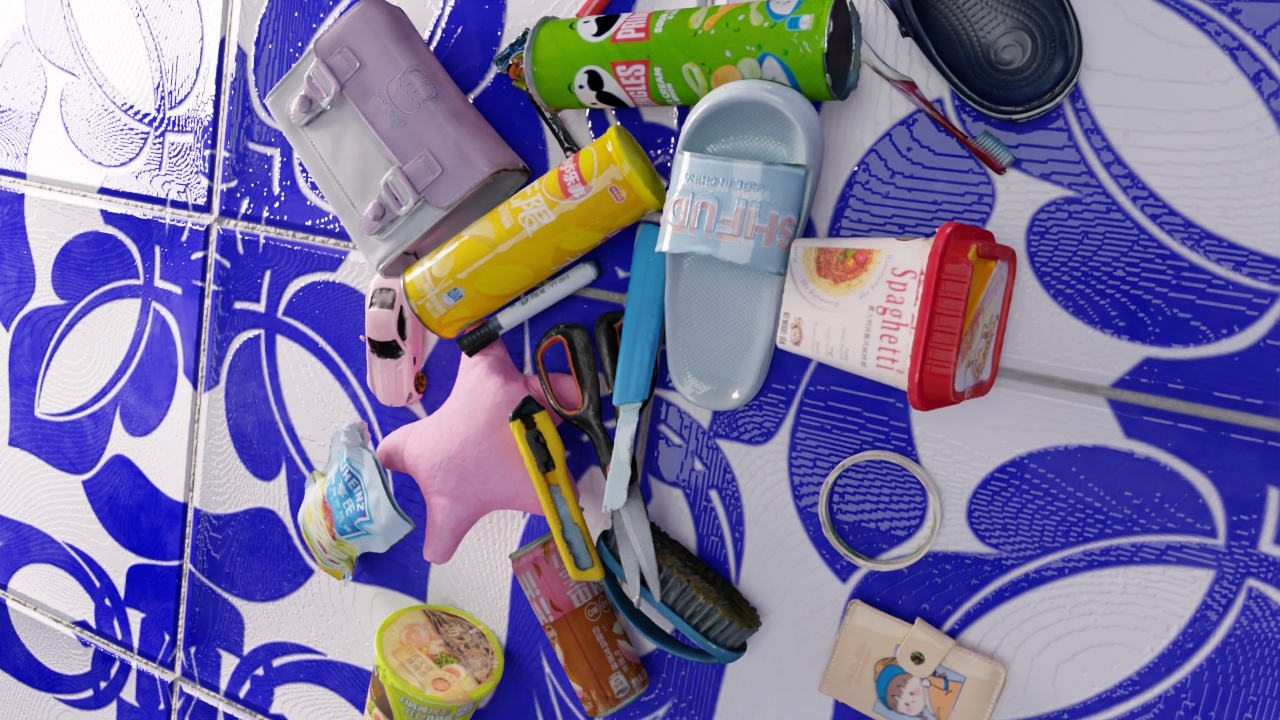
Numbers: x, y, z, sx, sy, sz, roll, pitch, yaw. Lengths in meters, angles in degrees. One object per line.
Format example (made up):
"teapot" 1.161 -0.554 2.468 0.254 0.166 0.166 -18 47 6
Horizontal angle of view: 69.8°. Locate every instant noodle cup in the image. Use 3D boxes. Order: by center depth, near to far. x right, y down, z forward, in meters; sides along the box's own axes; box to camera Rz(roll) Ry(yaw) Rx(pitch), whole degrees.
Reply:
"instant noodle cup" 0.165 -0.034 0.602 0.124 0.116 0.116 12 100 35
"instant noodle cup" -0.190 0.297 0.797 0.112 0.111 0.124 31 114 19

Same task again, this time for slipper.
"slipper" 0.188 -0.264 0.578 0.105 0.095 0.252 -29 85 21
"slipper" 0.057 -0.071 0.642 0.104 0.074 0.246 17 117 23

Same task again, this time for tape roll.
"tape roll" 0.171 0.107 0.659 0.086 0.013 0.086 2 95 25

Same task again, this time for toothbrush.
"toothbrush" 0.181 -0.193 0.628 0.017 0.016 0.187 -44 75 5

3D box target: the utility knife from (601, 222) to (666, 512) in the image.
"utility knife" -0.004 0.004 0.695 0.034 0.018 0.225 7 80 16

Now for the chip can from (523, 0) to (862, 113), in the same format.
"chip can" 0.033 -0.217 0.656 0.236 0.072 0.072 7 97 28

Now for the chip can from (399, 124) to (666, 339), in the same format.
"chip can" -0.086 -0.098 0.717 0.214 0.072 0.072 -29 82 18

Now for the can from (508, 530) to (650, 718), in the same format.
"can" -0.050 0.211 0.746 0.058 0.057 0.147 -33 81 23

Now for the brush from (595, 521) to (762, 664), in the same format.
"brush" 0.021 0.183 0.712 0.144 0.055 0.074 38 107 17

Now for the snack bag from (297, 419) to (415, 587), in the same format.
"snack bag" -0.255 0.128 0.803 0.192 0.038 0.110 -41 65 49

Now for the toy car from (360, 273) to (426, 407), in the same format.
"toy car" -0.221 -0.018 0.819 0.056 0.037 0.122 4 97 26

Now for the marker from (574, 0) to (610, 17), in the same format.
"marker" 0.000 -0.317 0.701 0.145 0.017 0.017 -47 75 21

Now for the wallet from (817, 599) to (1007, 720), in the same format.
"wallet" 0.193 0.225 0.655 0.115 0.024 0.087 22 108 23

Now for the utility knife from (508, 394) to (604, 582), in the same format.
"utility knife" -0.063 0.100 0.705 0.033 0.015 0.156 -22 87 -6

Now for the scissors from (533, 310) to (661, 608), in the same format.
"scissors" -0.005 0.067 0.699 0.152 0.022 0.234 -35 77 -6

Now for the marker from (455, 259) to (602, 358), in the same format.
"marker" -0.089 -0.042 0.740 0.131 0.018 0.022 -30 60 2

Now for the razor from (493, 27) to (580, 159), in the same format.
"razor" -0.075 -0.201 0.743 0.043 0.022 0.142 -34 80 25

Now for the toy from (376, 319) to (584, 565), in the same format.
"toy" -0.123 0.079 0.748 0.178 0.074 0.194 35 89 18

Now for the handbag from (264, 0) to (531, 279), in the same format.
"handbag" -0.206 -0.184 0.769 0.145 0.098 0.197 -40 78 17
